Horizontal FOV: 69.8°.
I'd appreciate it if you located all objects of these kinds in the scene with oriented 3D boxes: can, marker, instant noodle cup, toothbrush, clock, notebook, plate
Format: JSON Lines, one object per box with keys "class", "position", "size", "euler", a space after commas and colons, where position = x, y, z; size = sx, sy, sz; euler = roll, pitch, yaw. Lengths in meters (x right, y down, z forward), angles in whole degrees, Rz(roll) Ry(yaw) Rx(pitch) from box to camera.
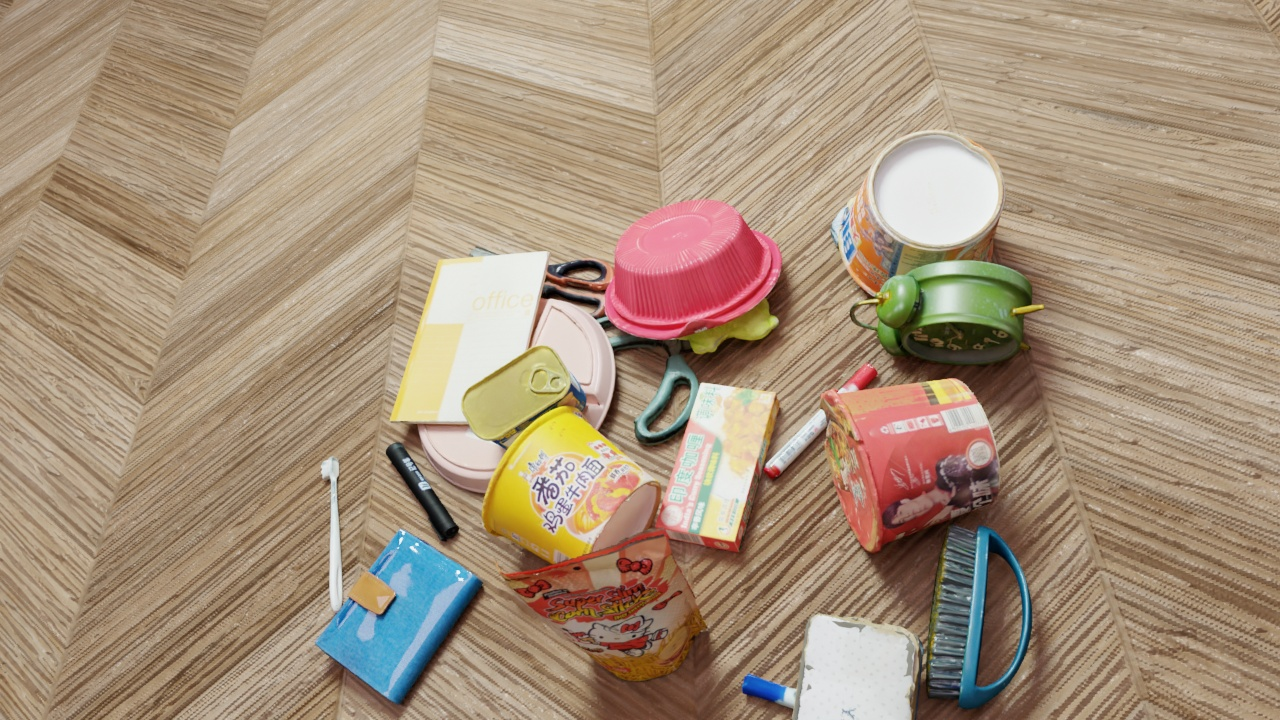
{"class": "can", "position": [-0.106, 0.039, 0.863], "size": [0.102, 0.083, 0.057], "euler": [-33, 72, 0]}
{"class": "marker", "position": [0.168, 0.056, 0.856], "size": [0.145, 0.017, 0.017], "euler": [-43, 55, -12]}
{"class": "instant noodle cup", "position": [0.269, -0.138, 0.868], "size": [0.151, 0.111, 0.151], "euler": [-2, 73, 6]}
{"class": "toothbrush", "position": [-0.316, 0.176, 0.940], "size": [0.016, 0.016, 0.180], "euler": [-25, 52, 10]}
{"class": "marker", "position": [0.150, 0.274, 0.716], "size": [0.146, 0.017, 0.016], "euler": [10, 61, 24]}
{"class": "instant noodle cup", "position": [0.222, 0.080, 0.755], "size": [0.108, 0.138, 0.137], "euler": [-14, 54, -1]}
{"class": "clock", "position": [0.271, -0.040, 0.827], "size": [0.161, 0.116, 0.056], "euler": [4, 69, 18]}
{"class": "marker", "position": [-0.224, 0.132, 0.936], "size": [0.132, 0.020, 0.022], "euler": [45, 108, 34]}
{"class": "notebook", "position": [-0.181, -0.026, 0.984], "size": [0.146, 0.010, 0.205], "euler": [-1, 61, 23]}
{"class": "instant noodle cup", "position": [0.045, -0.105, 0.944], "size": [0.194, 0.066, 0.193], "euler": [-13, 38, 10]}
{"class": "instant noodle cup", "position": [-0.055, 0.125, 0.818], "size": [0.110, 0.138, 0.137], "euler": [30, 70, 24]}
{"class": "plate", "position": [-0.137, 0.028, 0.959], "size": [0.230, 0.028, 0.229], "euler": [-10, 59, 17]}

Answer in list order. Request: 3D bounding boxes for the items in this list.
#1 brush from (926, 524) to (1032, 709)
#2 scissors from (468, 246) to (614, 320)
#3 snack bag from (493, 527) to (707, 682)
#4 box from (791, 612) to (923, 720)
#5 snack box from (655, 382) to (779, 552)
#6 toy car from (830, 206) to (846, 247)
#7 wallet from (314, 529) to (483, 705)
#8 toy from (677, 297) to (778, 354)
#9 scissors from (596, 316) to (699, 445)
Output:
{"class": "brush", "position": [0.262, 0.196, 0.706], "size": [0.074, 0.055, 0.143], "euler": [5, 59, 23]}
{"class": "scissors", "position": [-0.110, -0.107, 1.061], "size": [0.182, 0.015, 0.209], "euler": [-26, 53, 2]}
{"class": "snack bag", "position": [-0.019, 0.187, 0.712], "size": [0.129, 0.208, 0.073], "euler": [-11, 56, 10]}
{"class": "box", "position": [0.155, 0.269, 0.671], "size": [0.090, 0.063, 0.184], "euler": [7, 69, 22]}
{"class": "snack box", "position": [0.074, 0.096, 0.854], "size": [0.077, 0.027, 0.155], "euler": [6, 60, 24]}
{"class": "toy car", "position": [0.250, -0.141, 0.953], "size": [0.106, 0.031, 0.048], "euler": [-1, 56, 19]}
{"class": "wallet", "position": [-0.225, 0.235, 0.857], "size": [0.106, 0.040, 0.132], "euler": [25, 67, 26]}
{"class": "toy", "position": [0.084, -0.043, 0.930], "size": [0.100, 0.031, 0.097], "euler": [-39, 55, -22]}
{"class": "scissors", "position": [-0.004, 0.009, 0.945], "size": [0.170, 0.019, 0.174], "euler": [2, 60, 22]}
